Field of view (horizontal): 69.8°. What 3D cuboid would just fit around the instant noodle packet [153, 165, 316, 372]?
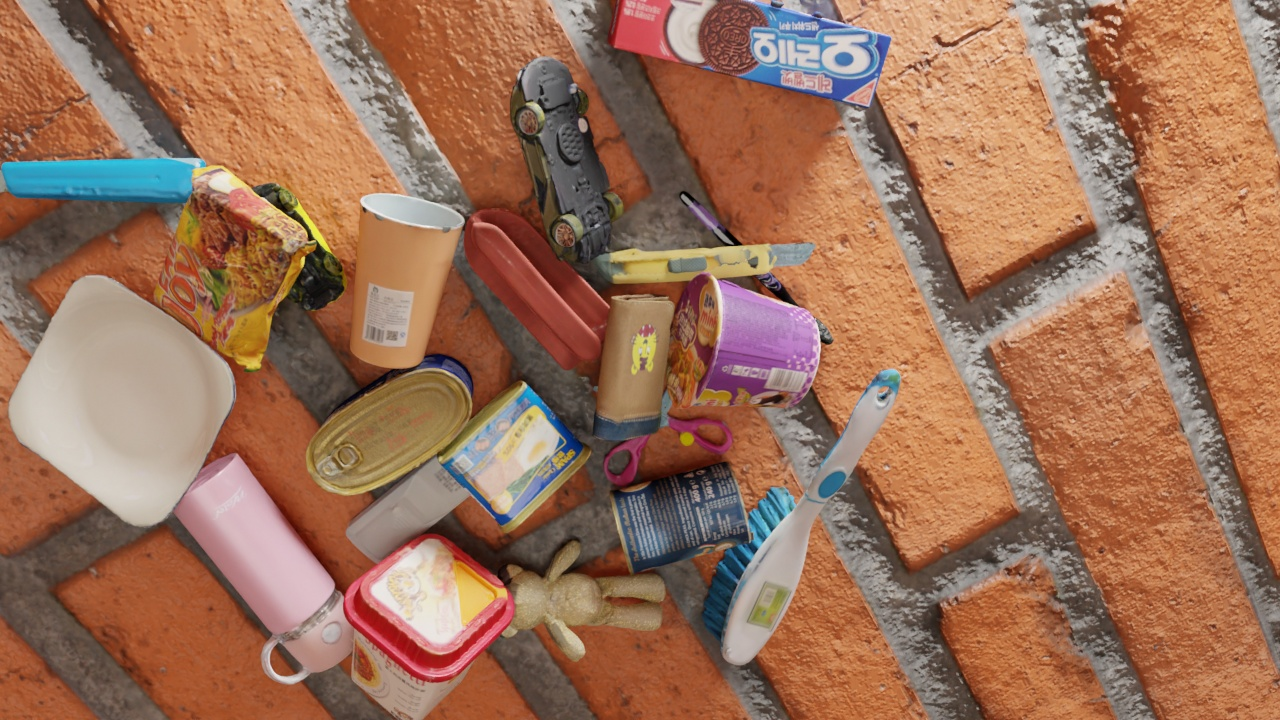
[{"bbox_3d":[-0.312,-0.068,0.693,0.111,0.044,0.129,37,116,6],"label":"instant noodle packet"}]

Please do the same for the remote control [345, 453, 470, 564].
[{"bbox_3d":[-0.198,0.127,0.801,0.125,0.024,0.049,-40,108,6],"label":"remote control"}]

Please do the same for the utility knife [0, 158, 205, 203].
[{"bbox_3d":[-0.424,-0.137,0.693,0.182,0.018,0.034,0,93,-5],"label":"utility knife"}]

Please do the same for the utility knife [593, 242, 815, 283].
[{"bbox_3d":[0.053,-0.083,0.761,0.183,0.019,0.031,-6,112,-3],"label":"utility knife"}]

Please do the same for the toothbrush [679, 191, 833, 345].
[{"bbox_3d":[0.100,-0.076,0.773,0.189,0.016,0.014,42,93,-15],"label":"toothbrush"}]

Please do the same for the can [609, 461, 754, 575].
[{"bbox_3d":[0.035,0.136,0.803,0.111,0.075,0.075,-15,109,-2],"label":"can"}]

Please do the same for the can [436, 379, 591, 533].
[{"bbox_3d":[-0.107,0.078,0.770,0.102,0.057,0.083,-43,105,-8],"label":"can"}]

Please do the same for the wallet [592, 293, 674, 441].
[{"bbox_3d":[-0.004,0.004,0.748,0.033,0.090,0.115,11,100,27],"label":"wallet"}]

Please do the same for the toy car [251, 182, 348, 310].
[{"bbox_3d":[-0.270,-0.090,0.718,0.048,0.032,0.105,-32,98,13],"label":"toy car"}]

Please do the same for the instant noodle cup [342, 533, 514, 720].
[{"bbox_3d":[-0.186,0.233,0.780,0.116,0.116,0.124,34,126,15],"label":"instant noodle cup"}]

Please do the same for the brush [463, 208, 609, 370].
[{"bbox_3d":[-0.083,-0.061,0.729,0.063,0.069,0.146,-40,108,6],"label":"brush"}]

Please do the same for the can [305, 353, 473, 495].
[{"bbox_3d":[-0.206,0.052,0.762,0.148,0.049,0.074,-33,108,5],"label":"can"}]

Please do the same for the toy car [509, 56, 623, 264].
[{"bbox_3d":[-0.059,-0.152,0.706,0.042,0.070,0.158,-2,113,35],"label":"toy car"}]

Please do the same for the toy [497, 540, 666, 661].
[{"bbox_3d":[-0.053,0.218,0.833,0.157,0.066,0.105,4,75,-12],"label":"toy"}]

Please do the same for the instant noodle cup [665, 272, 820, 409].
[{"bbox_3d":[0.085,-0.009,0.751,0.099,0.111,0.112,9,107,-19],"label":"instant noodle cup"}]

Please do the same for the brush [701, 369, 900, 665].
[{"bbox_3d":[0.136,0.134,0.796,0.060,0.109,0.315,19,105,-10],"label":"brush"}]

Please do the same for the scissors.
[{"bbox_3d":[0.015,0.058,0.808,0.133,0.017,0.134,28,103,-10],"label":"scissors"}]

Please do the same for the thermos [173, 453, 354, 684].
[{"bbox_3d":[-0.321,0.182,0.777,0.087,0.067,0.198,-40,112,-33],"label":"thermos"}]

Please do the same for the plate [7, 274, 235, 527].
[{"bbox_3d":[-0.401,0.031,0.724,0.164,0.034,0.164,36,101,4],"label":"plate"}]

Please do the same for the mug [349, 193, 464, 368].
[{"bbox_3d":[-0.188,-0.060,0.717,0.078,0.078,0.123,12,110,-10],"label":"mug"}]

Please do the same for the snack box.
[{"bbox_3d":[0.082,-0.243,0.695,0.207,0.057,0.058,10,109,-10],"label":"snack box"}]
